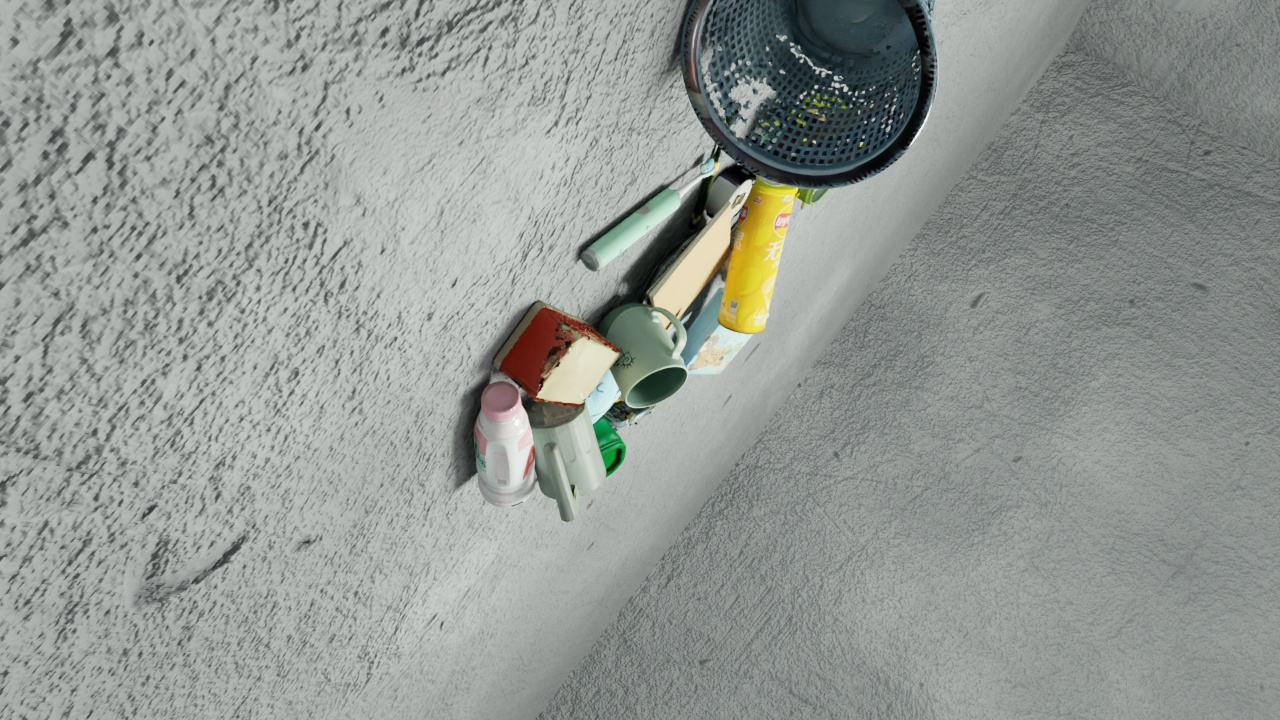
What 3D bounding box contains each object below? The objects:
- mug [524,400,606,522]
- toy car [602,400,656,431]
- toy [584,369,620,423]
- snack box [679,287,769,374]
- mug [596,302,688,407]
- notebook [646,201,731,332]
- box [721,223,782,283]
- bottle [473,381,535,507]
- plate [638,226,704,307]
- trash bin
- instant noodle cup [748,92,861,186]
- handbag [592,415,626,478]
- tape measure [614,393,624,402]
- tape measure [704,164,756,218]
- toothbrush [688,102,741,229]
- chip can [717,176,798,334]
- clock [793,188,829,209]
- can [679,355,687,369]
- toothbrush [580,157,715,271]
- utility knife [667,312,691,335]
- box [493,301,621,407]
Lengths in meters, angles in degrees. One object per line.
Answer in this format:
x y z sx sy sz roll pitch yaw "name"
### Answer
-0.091 0.111 1.079 0.123 0.084 0.103 -93 172 -61 "mug"
-0.021 0.071 1.363 0.120 0.054 0.037 -28 149 -59 "toy car"
-0.070 0.053 1.188 0.156 0.050 0.162 -16 143 -59 "toy"
0.123 -0.043 1.427 0.074 0.051 0.175 2 147 -26 "snack box"
0.007 -0.018 1.099 0.082 0.106 0.112 7 138 -44 "mug"
0.067 -0.113 1.187 0.149 0.012 0.211 -50 169 -5 "notebook"
0.169 -0.156 1.398 0.089 0.061 0.184 -50 163 -5 "box"
-0.150 0.093 1.013 0.068 0.068 0.197 -44 160 -29 "bottle"
0.044 -0.111 1.194 0.179 0.024 0.180 -48 168 -14 "plate"
0.177 -0.303 0.848 0.194 0.226 0.227 -56 171 -42 "trash bin"
0.201 -0.272 1.159 0.123 0.111 0.112 -29 154 -40 "instant noodle cup"
-0.085 0.136 1.280 0.120 0.068 0.131 -35 163 -15 "handbag"
-0.025 0.034 1.315 0.059 0.029 0.057 -28 153 -56 "tape measure"
0.111 -0.208 1.158 0.065 0.033 0.066 -35 156 -49 "tape measure"
0.087 -0.227 1.088 0.017 0.012 0.186 -54 169 -40 "toothbrush"
0.158 -0.145 1.260 0.071 0.072 0.214 -33 139 -52 "chip can"
0.271 -0.304 1.372 0.161 0.056 0.116 -57 165 15 "clock"
0.036 0.004 1.380 0.053 0.053 0.134 -52 165 -1 "can"
0.016 -0.162 0.995 0.223 0.026 0.027 -42 140 -34 "toothbrush"
-0.007 0.007 1.262 0.215 0.015 0.033 -42 169 2 "utility knife"
-0.078 0.001 0.990 0.091 0.077 0.168 -53 166 4 "box"
